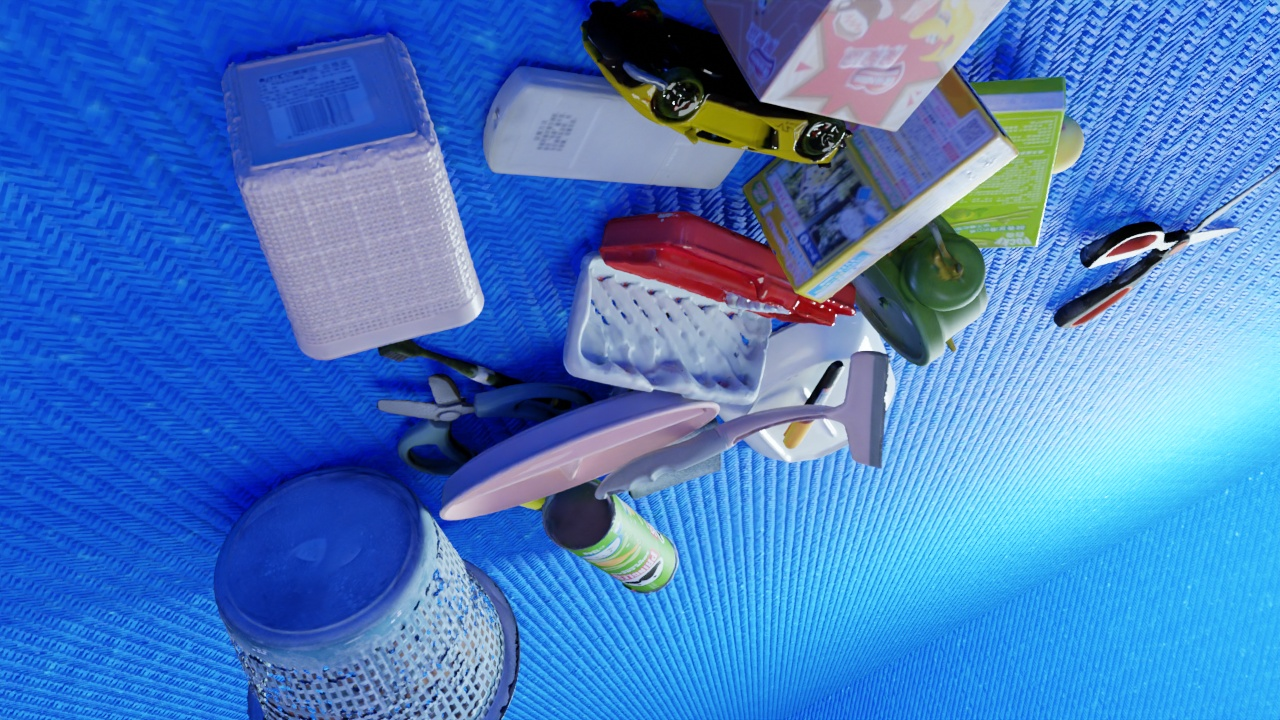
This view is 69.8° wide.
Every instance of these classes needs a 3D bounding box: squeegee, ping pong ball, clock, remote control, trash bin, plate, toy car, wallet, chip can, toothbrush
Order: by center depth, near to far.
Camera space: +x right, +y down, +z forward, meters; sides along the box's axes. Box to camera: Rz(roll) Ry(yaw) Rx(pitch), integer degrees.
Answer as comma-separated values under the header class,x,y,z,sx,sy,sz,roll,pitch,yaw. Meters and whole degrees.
class,x,y,z,sx,sy,sz,roll,pitch,yaw
toy car,0.037,-0.132,0.444,0.155,0.071,0.041,4,138,-35
remote control,-0.008,-0.120,0.483,0.149,0.021,0.058,-2,146,-32
clock,0.177,-0.065,0.610,0.056,0.116,0.161,-35,154,0
ping pong ball,0.274,-0.145,0.613,0.040,0.040,0.040,-17,151,-10
toothbrush,-0.110,0.013,0.649,0.017,0.012,0.185,-29,151,24
trash bin,-0.216,0.193,0.704,0.226,0.226,0.195,-16,138,-12
plate,-0.049,0.070,0.715,0.229,0.028,0.230,-20,168,-5
squeegee,0.078,0.068,0.767,0.250,0.040,0.248,-17,153,5
plate,0.160,0.038,0.850,0.162,0.034,0.265,-27,151,10
wallet,0.030,0.096,0.881,0.097,0.019,0.121,-18,152,-4
chip can,-0.025,0.180,0.919,0.072,0.072,0.236,-25,152,6

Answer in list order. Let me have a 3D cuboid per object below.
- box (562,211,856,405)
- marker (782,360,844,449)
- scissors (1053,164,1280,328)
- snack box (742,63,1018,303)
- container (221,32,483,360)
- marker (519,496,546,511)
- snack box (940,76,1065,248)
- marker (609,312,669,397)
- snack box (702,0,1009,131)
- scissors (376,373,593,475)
class,x,y,z,sx,sy,sz,roll,pitch,yaw
box,0.051,-0.023,0.604,0.102,0.100,0.201,4,174,43
marker,0.148,0.039,0.793,0.018,0.015,0.124,-9,146,-20
scissors,0.470,-0.103,0.844,0.220,0.021,0.234,-1,145,-42
snack box,0.132,-0.109,0.530,0.141,0.086,0.033,-38,147,27
container,-0.129,-0.075,0.413,0.090,0.089,0.111,-15,147,-12
marker,-0.087,0.135,0.870,0.018,0.015,0.124,-43,150,8
snack box,0.221,-0.122,0.597,0.086,0.026,0.156,1,157,19
marker,-0.004,0.004,0.701,0.017,0.017,0.146,-8,148,-24
snack box,0.098,-0.169,0.414,0.092,0.077,0.095,0,145,-35
scissors,-0.128,0.052,0.681,0.170,0.019,0.181,6,148,-39
